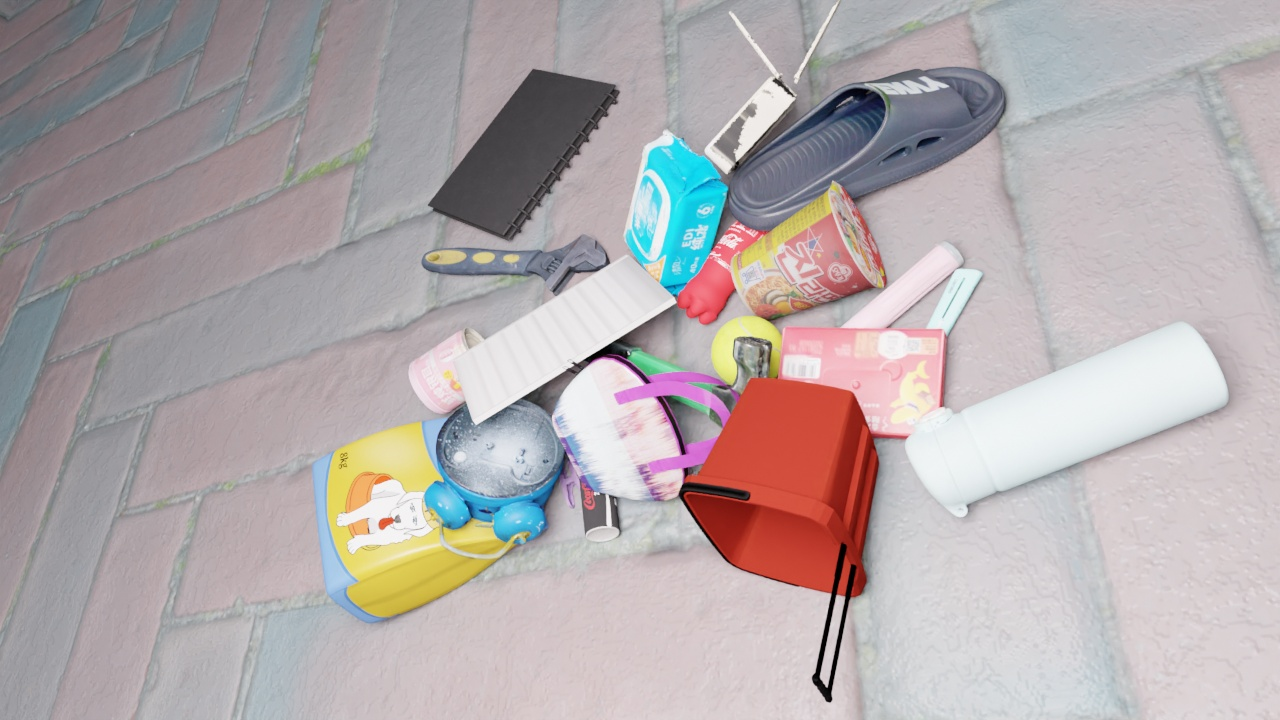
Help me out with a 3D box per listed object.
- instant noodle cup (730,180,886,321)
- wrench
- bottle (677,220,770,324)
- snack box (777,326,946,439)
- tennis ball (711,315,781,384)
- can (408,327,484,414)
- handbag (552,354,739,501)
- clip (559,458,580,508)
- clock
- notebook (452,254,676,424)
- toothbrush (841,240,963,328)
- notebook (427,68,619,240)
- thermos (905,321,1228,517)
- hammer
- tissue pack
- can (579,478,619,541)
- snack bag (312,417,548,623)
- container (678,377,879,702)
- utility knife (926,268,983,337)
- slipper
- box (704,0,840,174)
[{"bbox_3d":[0.145,-0.085,0.814,0.113,0.100,0.100,-27,52,26],"label":"instant noodle cup"},{"bbox_3d":[-0.151,-0.114,1.053,0.274,0.022,0.073,6,66,34],"label":"wrench"},{"bbox_3d":[0.090,-0.099,0.883,0.042,0.042,0.141,32,82,40],"label":"bottle"},{"bbox_3d":[0.179,0.017,0.752,0.133,0.021,0.089,2,76,24],"label":"snack box"},{"bbox_3d":[0.095,-0.007,0.810,0.065,0.065,0.065,-15,56,24],"label":"tennis ball"},{"bbox_3d":[-0.198,0.012,0.979,0.076,0.067,0.067,-32,51,11],"label":"can"},{"bbox_3d":[0.013,0.052,0.771,0.170,0.144,0.067,-15,15,44],"label":"handbag"},{"bbox_3d":[-0.064,0.115,0.872,0.036,0.013,0.052,-30,48,12],"label":"clip"},{"bbox_3d":[-0.134,0.107,0.840,0.117,0.060,0.161,15,49,3],"label":"clock"},{"bbox_3d":[-0.080,-0.027,0.880,0.209,0.009,0.142,-32,29,-4],"label":"notebook"},{"bbox_3d":[0.184,-0.021,0.791,0.223,0.027,0.026,-41,74,5],"label":"toothbrush"},{"bbox_3d":[-0.144,-0.259,1.132,0.169,0.019,0.231,25,76,40],"label":"notebook"},{"bbox_3d":[0.296,0.043,0.656,0.207,0.065,0.078,-25,92,17],"label":"thermos"},{"bbox_3d":[-0.005,0.005,0.859,0.319,0.032,0.130,24,117,46],"label":"hammer"},{"bbox_3d":[0.030,-0.144,0.895,0.061,0.145,0.092,-8,45,-26],"label":"tissue pack"},{"bbox_3d":[-0.039,0.122,0.838,0.032,0.031,0.080,-22,54,19],"label":"can"},{"bbox_3d":[-0.202,0.139,0.895,0.205,0.102,0.159,-23,52,0],"label":"snack bag"},{"bbox_3d":[0.103,0.129,0.673,0.127,0.148,0.200,7,58,31],"label":"container"},{"bbox_3d":[0.238,-0.008,0.759,0.022,0.015,0.158,26,81,32],"label":"utility knife"},{"bbox_3d":[0.198,-0.215,0.844,0.268,0.083,0.110,-26,50,4],"label":"slipper"},{"bbox_3d":[0.107,-0.270,0.877,0.101,0.144,0.187,29,104,1],"label":"box"}]
